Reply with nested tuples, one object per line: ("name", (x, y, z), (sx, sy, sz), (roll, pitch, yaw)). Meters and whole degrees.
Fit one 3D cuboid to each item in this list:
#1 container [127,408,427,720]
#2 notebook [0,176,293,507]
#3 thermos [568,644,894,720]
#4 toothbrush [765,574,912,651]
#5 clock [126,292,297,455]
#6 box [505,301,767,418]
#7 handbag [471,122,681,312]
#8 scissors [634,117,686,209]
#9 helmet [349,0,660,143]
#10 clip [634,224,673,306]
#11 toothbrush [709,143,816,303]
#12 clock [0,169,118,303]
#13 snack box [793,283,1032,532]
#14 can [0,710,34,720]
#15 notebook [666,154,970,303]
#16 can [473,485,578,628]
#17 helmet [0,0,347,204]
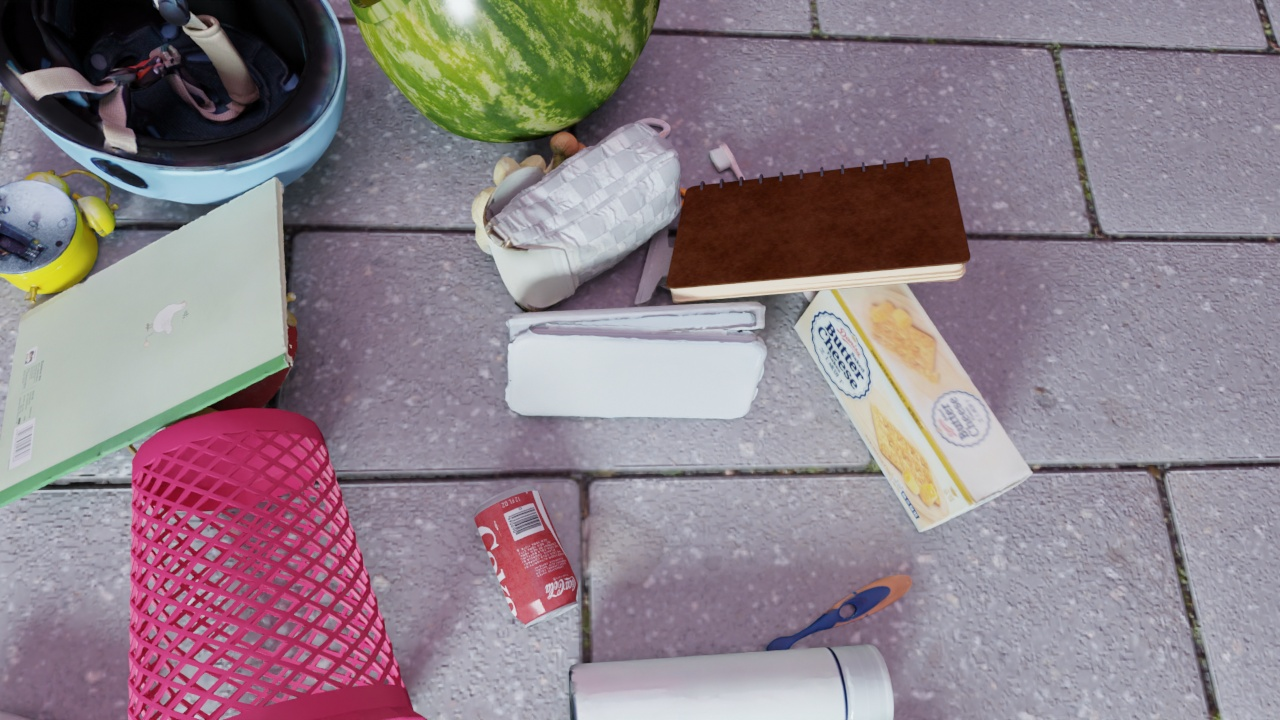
("container", (-0.259, 0.160, 0.617), (0.183, 0.183, 0.225), (-16, 65, -11))
("notebook", (-0.364, -0.016, 0.668), (0.253, 0.010, 0.181), (-25, 55, 10))
("thermos", (0.064, 0.247, 0.666), (0.230, 0.068, 0.067), (-2, 70, -7))
("toothbrush", (0.156, 0.200, 0.721), (0.135, 0.017, 0.021), (-22, 77, -16))
("clock", (-0.330, 0.007, 0.697), (0.117, 0.081, 0.158), (13, 68, 30))
("box", (-0.005, 0.011, 0.736), (0.216, 0.108, 0.110), (-4, 86, -7))
("handbag", (-0.053, -0.132, 0.764), (0.171, 0.113, 0.123), (-34, 66, -11))
("scissors", (-0.009, -0.179, 0.842), (0.125, 0.011, 0.128), (19, 68, 0))
("helmet", (-0.106, -0.300, 0.757), (0.213, 0.246, 0.244), (43, 110, 36))
("clip", (0.030, -0.081, 0.792), (0.054, 0.038, 0.101), (17, 53, -5))
("toothbrush", (0.113, -0.122, 0.833), (0.018, 0.016, 0.181), (-27, 74, -8))
("clock", (-0.481, -0.108, 0.742), (0.083, 0.057, 0.118), (27, 70, 5))
("snack box", (0.211, 0.027, 0.740), (0.057, 0.104, 0.207), (-25, 74, -15))
("can", (-0.409, 0.274, 0.607), (0.127, 0.064, 0.064), (16, 69, 0))
("notebook", (0.142, -0.110, 0.752), (0.226, 0.024, 0.167), (-4, 40, 14))
("can", (-0.085, 0.148, 0.693), (0.054, 0.054, 0.096), (-22, 74, -13))
("helmet", (-0.356, -0.227, 0.739), (0.265, 0.167, 0.225), (26, 71, 6))
